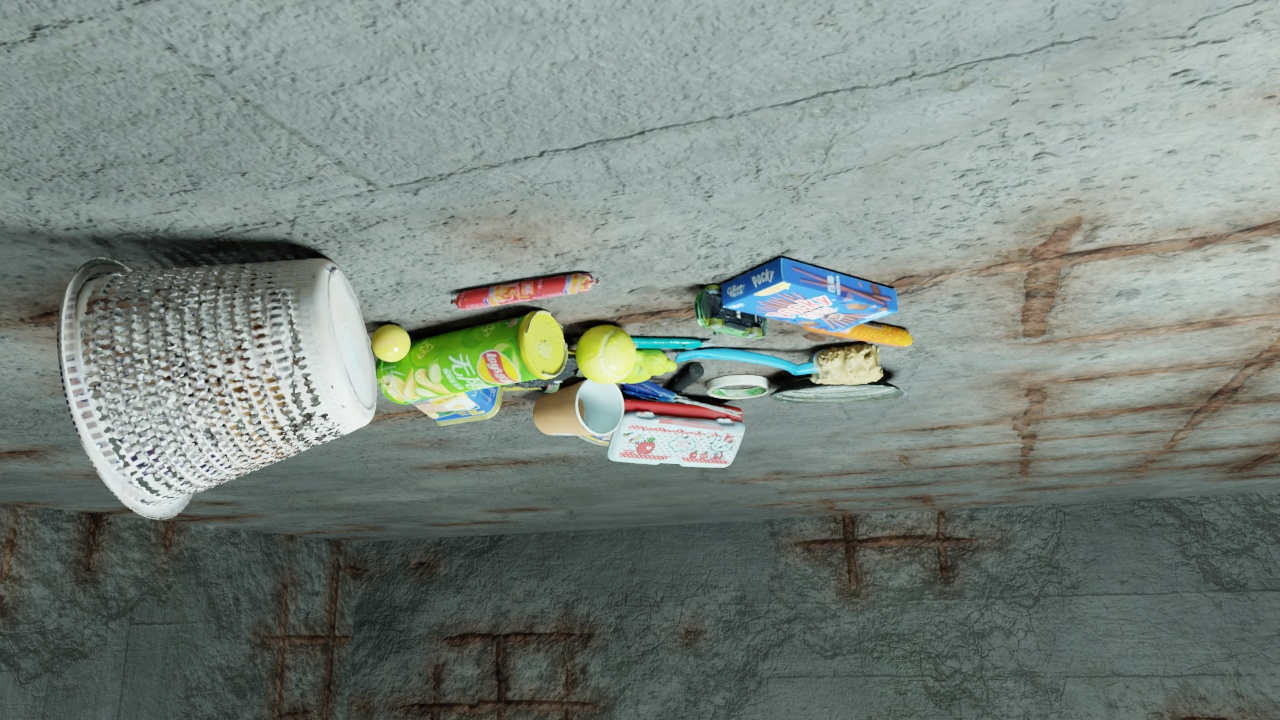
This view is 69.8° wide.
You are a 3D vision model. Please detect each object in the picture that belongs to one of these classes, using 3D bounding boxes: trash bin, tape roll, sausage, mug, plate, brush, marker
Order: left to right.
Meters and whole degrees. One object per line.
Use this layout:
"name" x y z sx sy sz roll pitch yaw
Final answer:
"trash bin" -0.341 0.004 0.789 0.192 0.227 0.228 -13 165 -4
"sausage" -0.111 -0.065 0.864 0.156 0.020 0.020 -7 163 20
"mug" -0.089 0.068 1.244 0.078 0.078 0.123 11 165 -37
"marker" 0.055 0.030 1.207 0.020 0.022 0.132 -38 176 -21
"tape roll" 0.133 0.036 1.249 0.086 0.014 0.086 -1 164 0
"brush" 0.169 0.000 1.094 0.254 0.045 0.083 4 168 -3
"plate" 0.260 0.037 1.220 0.179 0.024 0.179 -1 171 0
"sausage" 0.236 -0.033 0.995 0.165 0.021 0.022 8 162 -29

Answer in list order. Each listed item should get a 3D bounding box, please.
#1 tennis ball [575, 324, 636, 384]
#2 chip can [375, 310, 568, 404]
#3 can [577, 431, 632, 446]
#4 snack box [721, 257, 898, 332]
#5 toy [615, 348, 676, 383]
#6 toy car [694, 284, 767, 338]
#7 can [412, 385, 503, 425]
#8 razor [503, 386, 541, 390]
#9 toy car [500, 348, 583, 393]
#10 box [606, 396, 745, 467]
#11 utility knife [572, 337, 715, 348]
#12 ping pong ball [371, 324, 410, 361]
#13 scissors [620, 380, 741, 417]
"tennis ball" -0.037 -0.006 0.991 0.065 0.065 0.065 -1 164 0
"chip can" -0.188 0.000 0.991 0.222 0.072 0.072 -11 162 30
"can" -0.051 0.093 1.374 0.075 0.049 0.148 -6 164 17
"snack box" 0.164 -0.060 0.885 0.157 0.026 0.085 10 162 -34
"toy" -0.007 0.006 1.100 0.100 0.031 0.096 -6 160 24
"toy car" 0.088 -0.045 0.904 0.091 0.043 0.036 13 159 -41
"can" -0.231 0.032 1.108 0.102 0.057 0.083 -9 148 25
"razor" -0.170 0.024 1.170 0.132 0.028 0.043 3 167 -8
"toy car" -0.112 0.006 1.074 0.071 0.041 0.156 8 164 -29
"box" 0.046 0.106 1.303 0.201 0.098 0.095 6 -179 -24
"utility knife" 0.004 -0.019 1.045 0.164 0.013 0.029 1 166 -6
"ping pong ball" -0.266 -0.018 0.978 0.040 0.040 0.040 -1 164 0
"scissors" 0.049 0.052 1.224 0.170 0.012 0.141 23 165 -20
